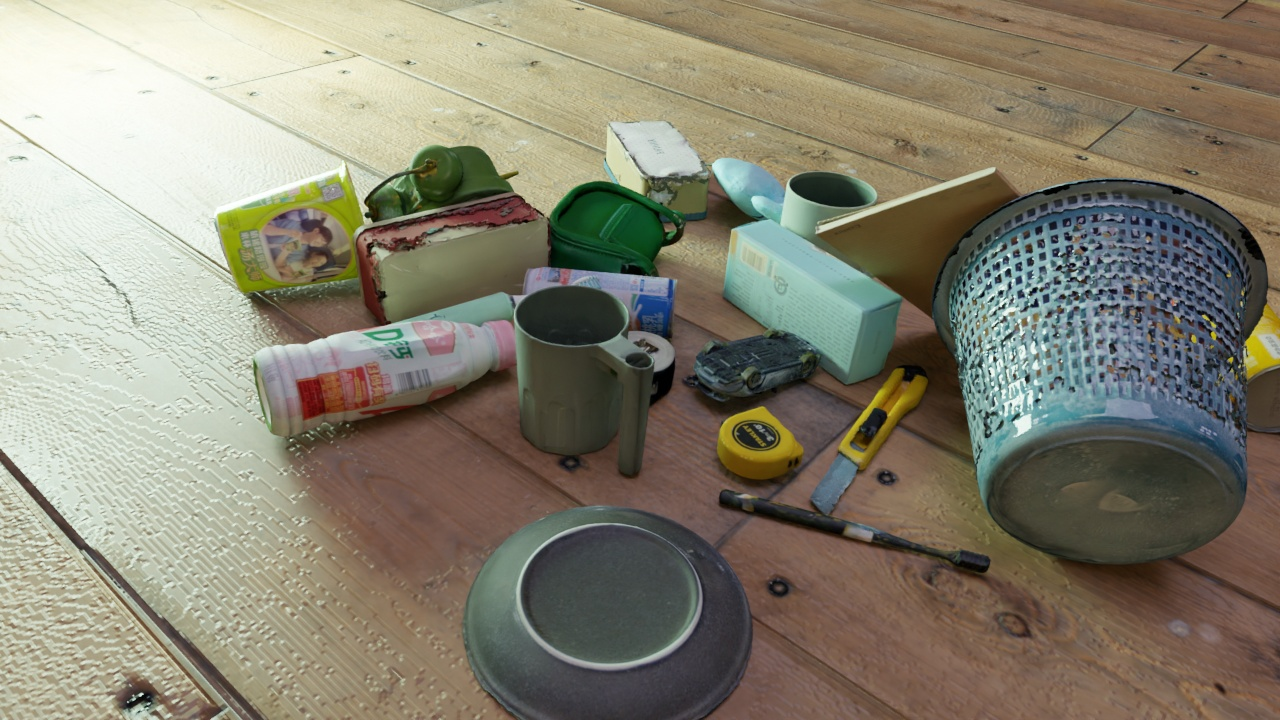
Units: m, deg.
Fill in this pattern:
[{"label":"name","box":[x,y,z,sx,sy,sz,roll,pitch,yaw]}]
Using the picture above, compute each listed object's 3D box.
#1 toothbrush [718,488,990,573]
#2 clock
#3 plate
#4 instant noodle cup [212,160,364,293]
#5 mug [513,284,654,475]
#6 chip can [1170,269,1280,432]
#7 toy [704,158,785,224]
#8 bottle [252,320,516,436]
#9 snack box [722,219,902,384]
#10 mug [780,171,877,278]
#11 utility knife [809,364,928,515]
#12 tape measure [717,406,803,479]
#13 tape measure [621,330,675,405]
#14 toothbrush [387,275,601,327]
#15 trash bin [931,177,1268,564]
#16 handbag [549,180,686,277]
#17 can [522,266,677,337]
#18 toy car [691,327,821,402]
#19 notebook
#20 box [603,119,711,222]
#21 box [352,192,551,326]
[{"label":"toothbrush","box":[0.144,0.115,0.630,0.186,0.017,0.012,13,73,13]},{"label":"clock","box":[-0.192,-0.156,0.875,0.161,0.116,0.056,-9,70,-61]},{"label":"plate","box":[-0.019,0.148,0.562,0.179,0.024,0.179,2,35,-2]},{"label":"instant noodle cup","box":[-0.316,-0.115,0.841,0.123,0.112,0.111,-16,39,-15]},{"label":"mug","box":[-0.039,0.017,0.676,0.083,0.104,0.124,-25,45,-35]},{"label":"chip can","box":[0.532,-0.028,0.823,0.072,0.072,0.212,7,35,4]},{"label":"toy","box":[0.131,-0.178,0.999,0.156,0.050,0.161,38,17,9]},{"label":"bottle","box":[-0.192,0.005,0.713,0.196,0.068,0.068,-14,39,-28]},{"label":"snack box","box":[0.149,-0.057,0.824,0.051,0.074,0.175,-20,42,-30]},{"label":"mug","box":[0.188,-0.113,0.879,0.112,0.106,0.082,14,36,14]},{"label":"utility knife","box":[0.183,0.055,0.719,0.033,0.015,0.214,20,39,26]},{"label":"tape measure","box":[0.086,0.065,0.684,0.057,0.029,0.060,-15,39,-26]},{"label":"tape measure","box":[-0.005,0.004,0.758,0.066,0.034,0.065,27,42,27]},{"label":"toothbrush","box":[-0.141,-0.036,0.770,0.224,0.026,0.027,-17,51,-8]},{"label":"trash bin","box":[0.314,0.022,0.635,0.227,0.227,0.194,12,49,11]},{"label":"handbag","box":[-0.026,-0.118,0.899,0.120,0.068,0.131,13,36,10]},{"label":"can","box":[-0.036,-0.052,0.817,0.134,0.053,0.053,5,35,2]},{"label":"toy car","box":[0.098,0.004,0.768,0.120,0.037,0.054,-16,39,-37]},{"label":"notebook","box":[0.266,-0.082,0.746,0.150,0.211,0.012,-15,59,44]},{"label":"box","box":[0.015,-0.225,1.064,0.089,0.061,0.184,-5,34,-14]},{"label":"box","box":[-0.161,-0.087,0.822,0.168,0.091,0.077,-20,39,-30]}]
